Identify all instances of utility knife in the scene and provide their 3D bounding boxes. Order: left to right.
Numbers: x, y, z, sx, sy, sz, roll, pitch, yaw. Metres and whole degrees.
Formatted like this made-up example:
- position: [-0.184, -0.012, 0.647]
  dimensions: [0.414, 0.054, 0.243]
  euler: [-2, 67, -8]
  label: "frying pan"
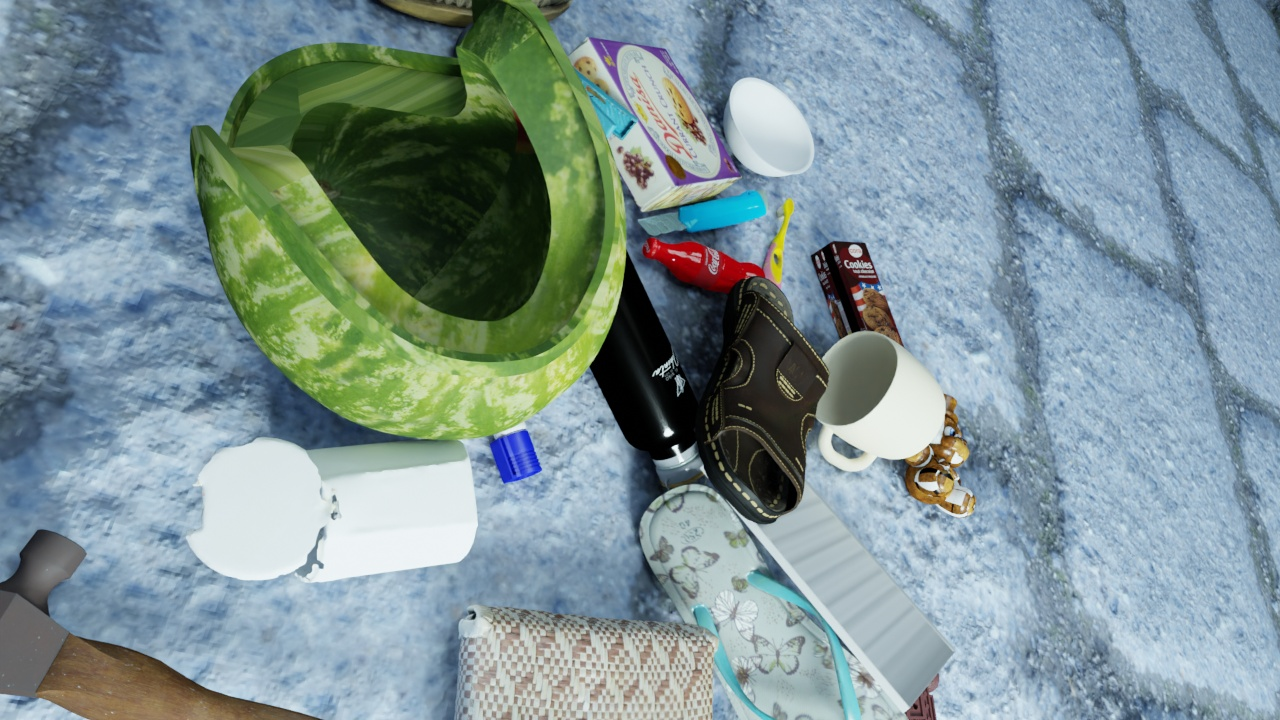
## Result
- position: [0.063, -0.135, 0.840]
  dimensions: [0.204, 0.015, 0.031]
  euler: [-20, 82, -50]
  label: "utility knife"

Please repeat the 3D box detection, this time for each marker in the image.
- position: [-0.103, 0.019, 0.638]
  dimensions: [0.027, 0.023, 0.133]
  euler: [-12, 75, -43]
  label: "marker"

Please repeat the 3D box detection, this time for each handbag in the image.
- position: [-0.032, 0.223, 0.574]
  dimensions: [0.185, 0.047, 0.124]
  euler: [15, 66, -29]
  label: "handbag"

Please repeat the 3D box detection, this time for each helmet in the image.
- position: [-0.125, -0.070, 0.523]
  dimensions: [0.212, 0.247, 0.243]
  euler: [-39, 113, -20]
  label: "helmet"

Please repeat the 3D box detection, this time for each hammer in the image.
- position: [-0.181, 0.191, 0.460]
  dimensions: [0.323, 0.033, 0.115]
  euler: [25, 54, -16]
  label: "hammer"

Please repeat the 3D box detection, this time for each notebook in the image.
- position: [0.144, 0.152, 0.689]
  dimensions: [0.209, 0.009, 0.142]
  euler: [50, 22, 21]
  label: "notebook"

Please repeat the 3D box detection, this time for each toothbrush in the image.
- position: [0.133, -0.105, 0.890]
  dimensions: [0.021, 0.016, 0.135]
  euler: [31, 54, -24]
  label: "toothbrush"

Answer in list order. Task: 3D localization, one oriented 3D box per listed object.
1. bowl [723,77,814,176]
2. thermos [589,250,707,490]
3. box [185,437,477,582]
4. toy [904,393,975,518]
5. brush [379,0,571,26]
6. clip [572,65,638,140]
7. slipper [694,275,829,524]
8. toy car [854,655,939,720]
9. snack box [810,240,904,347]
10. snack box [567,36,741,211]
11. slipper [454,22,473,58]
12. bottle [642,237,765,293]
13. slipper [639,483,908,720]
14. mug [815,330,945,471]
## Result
- position: [0.119, -0.224, 0.920]
  dimensions: [0.109, 0.041, 0.109]
  euler: [17, 58, -30]
  label: "bowl"
- position: [-0.004, 0.004, 0.672]
  dimensions: [0.061, 0.061, 0.231]
  euler: [-41, 112, -42]
  label: "thermos"
- position: [-0.170, 0.082, 0.511]
  dimensions: [0.165, 0.093, 0.083]
  euler: [-2, 81, -36]
  label: "box"
- position: [0.283, 0.086, 0.873]
  dimensions: [0.087, 0.067, 0.112]
  euler: [38, 61, -36]
  label: "toy"
- position: [-0.134, -0.315, 0.770]
  dimensions: [0.194, 0.043, 0.059]
  euler: [-13, 77, -39]
  label: "brush"
- position: [-0.065, -0.208, 0.691]
  dimensions: [0.127, 0.028, 0.113]
  euler: [46, 24, 9]
  label: "clip"
- position: [0.101, 0.015, 0.701]
  dimensions: [0.113, 0.076, 0.267]
  euler: [45, 34, -21]
  label: "slipper"
- position: [0.191, 0.288, 0.699]
  dimensions: [0.070, 0.062, 0.169]
  euler: [15, 61, -31]
  label: "toy car"
- position: [0.220, -0.048, 0.913]
  dimensions: [0.050, 0.032, 0.140]
  euler: [-3, 70, -38]
  label: "snack box"
- position: [0.012, -0.206, 0.804]
  dimensions: [0.143, 0.041, 0.147]
  euler: [60, 31, 2]
  label: "snack box"
- position: [-0.081, -0.170, 0.714]
  dimensions: [0.110, 0.084, 0.267]
  euler: [7, 62, -37]
  label: "slipper"
- position: [0.054, -0.082, 0.801]
  dimensions: [0.119, 0.036, 0.036]
  euler: [16, 59, -30]
  label: "bottle"
- position: [0.089, 0.207, 0.639]
  dimensions: [0.268, 0.098, 0.054]
  euler: [50, 3, 8]
  label: "slipper"
- position: [0.212, 0.048, 0.824]
  dimensions: [0.099, 0.096, 0.120]
  euler: [32, 92, -32]
  label: "mug"
